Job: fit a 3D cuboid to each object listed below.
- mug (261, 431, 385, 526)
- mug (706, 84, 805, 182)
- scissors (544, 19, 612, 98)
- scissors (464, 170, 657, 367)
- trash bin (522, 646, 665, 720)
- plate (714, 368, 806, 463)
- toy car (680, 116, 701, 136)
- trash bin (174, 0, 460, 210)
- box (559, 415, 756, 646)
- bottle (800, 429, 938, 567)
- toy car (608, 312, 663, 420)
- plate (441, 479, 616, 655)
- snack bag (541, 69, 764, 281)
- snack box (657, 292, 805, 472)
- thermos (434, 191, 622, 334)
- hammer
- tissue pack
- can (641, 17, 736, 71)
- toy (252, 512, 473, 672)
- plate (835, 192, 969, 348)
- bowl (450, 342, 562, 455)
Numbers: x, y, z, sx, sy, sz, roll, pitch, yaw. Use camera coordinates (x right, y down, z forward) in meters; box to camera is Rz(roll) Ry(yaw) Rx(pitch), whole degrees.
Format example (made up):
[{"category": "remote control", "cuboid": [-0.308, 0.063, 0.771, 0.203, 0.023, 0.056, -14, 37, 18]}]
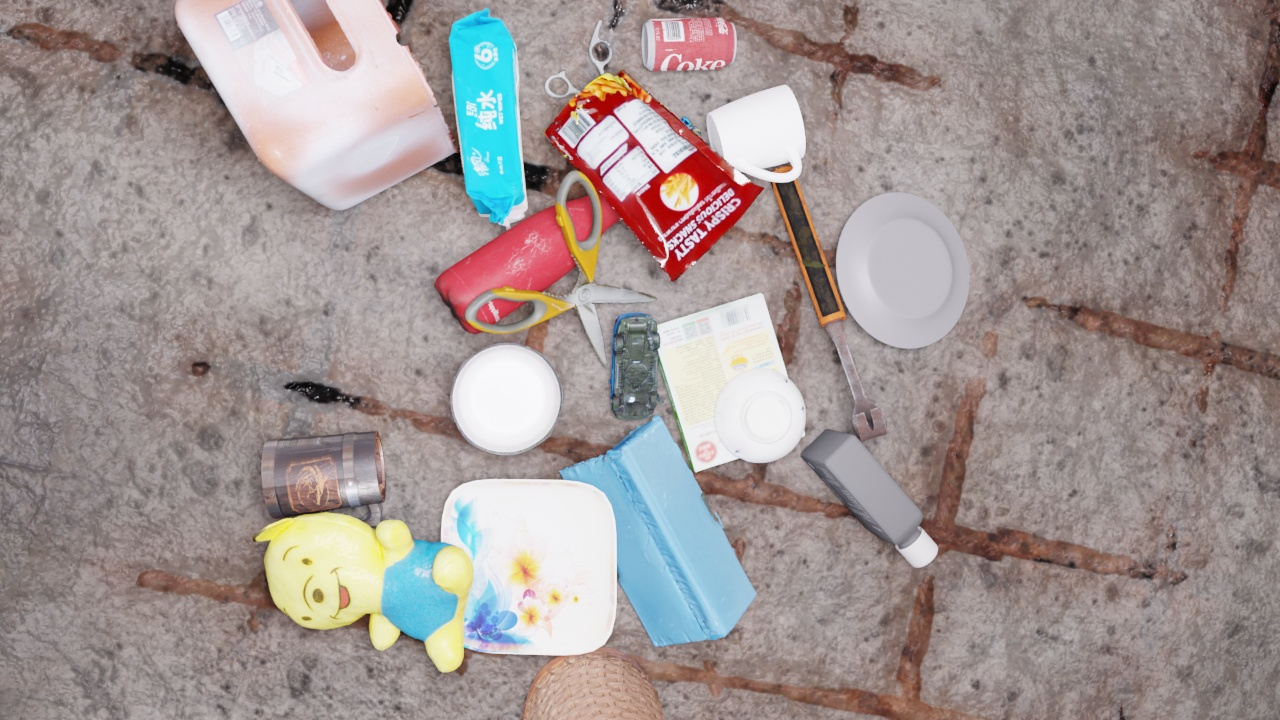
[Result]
[{"category": "mug", "cuboid": [-0.319, 0.130, 0.942, 0.107, 0.080, 0.116, -6, 119, -9]}, {"category": "mug", "cuboid": [0.128, -0.233, 0.987, 0.087, 0.081, 0.114, -16, 62, -2]}, {"category": "scissors", "cuboid": [-0.032, -0.288, 1.007, 0.141, 0.014, 0.147, 27, 86, -4]}, {"category": "scissors", "cuboid": [-0.079, -0.076, 0.943, 0.228, 0.016, 0.225, -26, 124, -22]}, {"category": "trash bin", "cuboid": [-0.041, 0.387, 0.905, 0.151, 0.210, 0.151, 0, 89, -7]}, {"category": "plate", "cuboid": [0.134, 0.061, 0.994, 0.104, 0.026, 0.104, 0, 90, -9]}, {"category": "toy car", "cuboid": [0.063, -0.214, 1.003, 0.032, 0.048, 0.105, -29, 95, -5]}, {"category": "trash bin", "cuboid": [-0.287, -0.256, 0.852, 0.157, 0.260, 0.181, -30, 94, -3]}, {"category": "box", "cuboid": [0.017, 0.191, 1.004, 0.112, 0.094, 0.231, -25, 96, 37]}, {"category": "bottle", "cuboid": [0.260, 0.155, 1.011, 0.046, 0.084, 0.174, -43, 96, -6]}, {"category": "toy car", "cuboid": [-0.006, 0.006, 0.990, 0.056, 0.043, 0.120, -3, 108, -13]}, {"category": "plate", "cuboid": [-0.118, 0.218, 0.974, 0.187, 0.016, 0.187, 0, 93, 5]}, {"category": "snack bag", "cuboid": [0.011, -0.200, 0.947, 0.208, 0.067, 0.138, 45, 76, 7]}, {"category": "snack box", "cuboid": [0.095, 0.024, 1.017, 0.132, 0.027, 0.168, -17, 93, -7]}, {"category": "thermos", "cuboid": [-0.099, -0.120, 0.967, 0.239, 0.073, 0.073, -36, 94, -14]}, {"category": "hammer", "cuboid": [0.201, -0.064, 0.995, 0.035, 0.137, 0.314, -19, 84, 11]}, {"category": "tissue pack", "cuboid": [-0.151, -0.236, 0.939, 0.066, 0.117, 0.209, -6, 91, -4]}, {"category": "can", "cuboid": [0.052, -0.344, 0.998, 0.096, 0.054, 0.054, -4, 90, -8]}, {"category": "toy", "cuboid": [-0.273, 0.221, 0.925, 0.214, 0.083, 0.149, 11, 111, -1]}, {"category": "plate", "cuboid": [0.300, -0.103, 1.033, 0.178, 0.012, 0.178, 2, 85, -20]}, {"category": "bowl", "cuboid": [-0.140, 0.039, 0.964, 0.116, 0.066, 0.116, 0, 91, -8]}]
